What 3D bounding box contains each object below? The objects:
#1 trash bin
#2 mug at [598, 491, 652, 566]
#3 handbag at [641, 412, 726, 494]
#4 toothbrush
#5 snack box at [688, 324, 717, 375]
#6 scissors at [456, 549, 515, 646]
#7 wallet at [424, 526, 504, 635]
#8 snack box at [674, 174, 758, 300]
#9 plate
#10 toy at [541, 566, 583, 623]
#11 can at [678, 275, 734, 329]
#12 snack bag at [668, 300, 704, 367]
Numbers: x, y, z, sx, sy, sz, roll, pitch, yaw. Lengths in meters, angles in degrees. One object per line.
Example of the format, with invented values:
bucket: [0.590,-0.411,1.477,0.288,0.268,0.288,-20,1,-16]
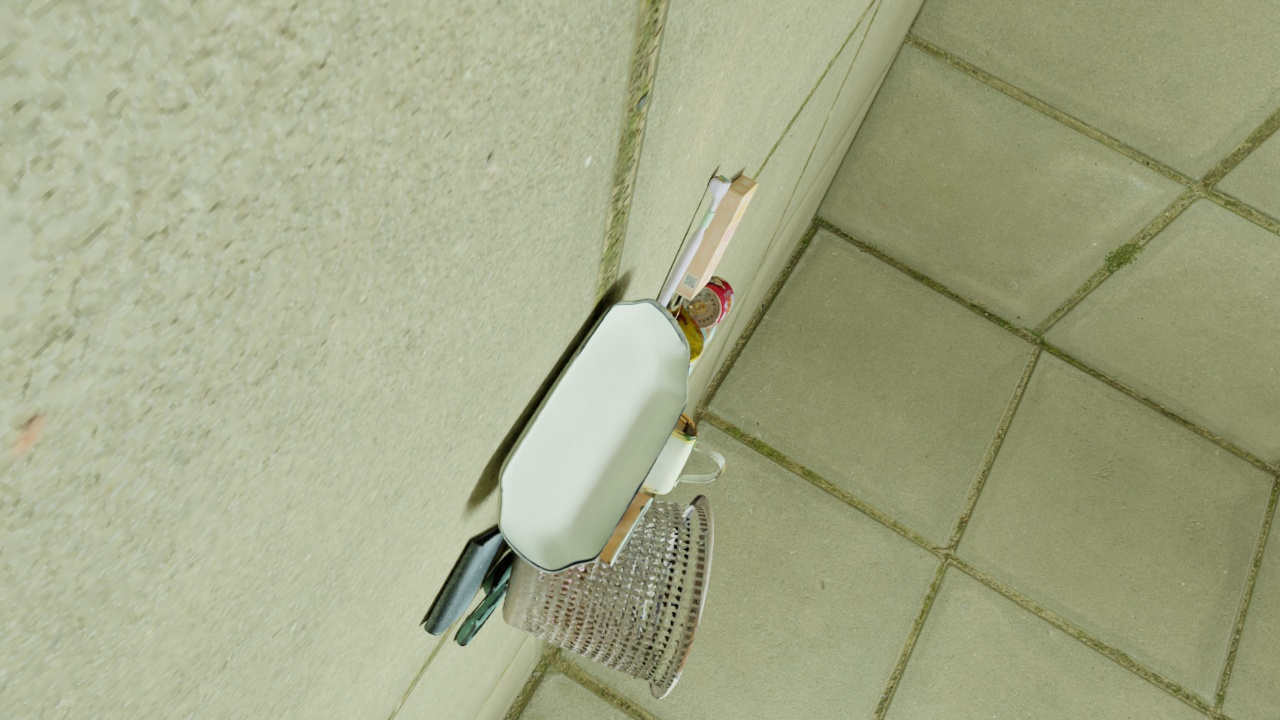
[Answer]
trash bin: [-0.043,0.238,1.015,0.227,0.192,0.227,-167,-88,-84]
mug: [-0.060,0.139,0.911,0.078,0.123,0.078,-58,172,-14]
handbag: [0.044,0.142,1.422,0.063,0.179,0.164,-60,174,-43]
toothbrush: [0.055,-0.129,1.045,0.029,0.021,0.190,-4,137,-33]
snack box: [0.059,0.003,1.465,0.174,0.051,0.074,-58,173,-19]
scissors: [-0.164,0.262,1.119,0.177,0.019,0.170,-49,166,-50]
wallet: [-0.166,0.211,0.902,0.097,0.019,0.121,-61,174,3]
snack box: [0.098,-0.158,1.184,0.158,0.026,0.084,-63,172,30]
plate: [-0.043,0.063,0.837,0.265,0.034,0.162,-59,135,-20]
toy: [-0.097,0.227,1.202,0.178,0.074,0.195,-85,-178,-50]
can: [0.093,-0.082,1.295,0.067,0.066,0.093,-62,172,19]
snack bag: [0.039,-0.002,1.254,0.208,0.073,0.128,104,-4,-76]
